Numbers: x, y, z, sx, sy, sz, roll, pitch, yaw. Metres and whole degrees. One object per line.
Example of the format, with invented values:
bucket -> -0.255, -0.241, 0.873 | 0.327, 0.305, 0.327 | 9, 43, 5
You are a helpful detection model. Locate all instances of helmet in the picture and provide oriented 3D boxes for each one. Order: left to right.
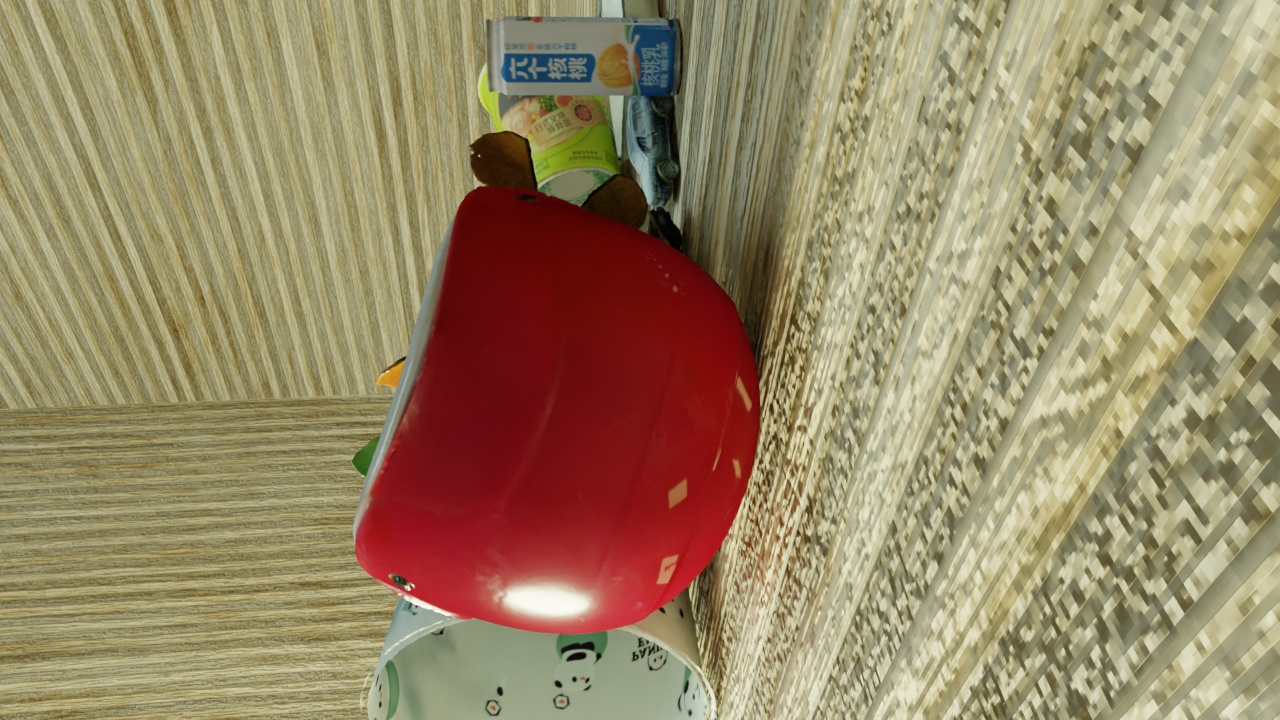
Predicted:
helmet -> -0.012, 0.039, 0.452 | 0.240, 0.144, 0.207 | 33, -107, -68

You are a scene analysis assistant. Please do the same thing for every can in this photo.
can -> -0.041, -0.214, 0.648 | 0.053, 0.134, 0.053 | 177, 92, -84

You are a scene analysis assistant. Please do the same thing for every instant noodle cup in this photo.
instant noodle cup -> -0.065, -0.180, 0.744 | 0.112, 0.111, 0.123 | 103, 154, -65

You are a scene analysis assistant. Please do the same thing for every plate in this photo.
plate -> -0.011, -0.296, 0.794 | 0.162, 0.034, 0.265 | 98, 168, -58

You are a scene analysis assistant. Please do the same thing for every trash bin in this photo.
trash bin -> -0.066, 0.156, 0.688 | 0.251, 0.229, 0.230 | -91, 3, -52

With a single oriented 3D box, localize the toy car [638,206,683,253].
toy car -> 0.013, -0.032, 0.658 | 0.070, 0.042, 0.158 | -102, 10, -58

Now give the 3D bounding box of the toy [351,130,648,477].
toy -> -0.082, -0.012, 0.573 | 0.226, 0.090, 0.247 | -5, -56, -59

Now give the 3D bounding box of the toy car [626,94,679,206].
toy car -> 0.009, -0.158, 0.683 | 0.043, 0.034, 0.090 | 118, 148, -70
